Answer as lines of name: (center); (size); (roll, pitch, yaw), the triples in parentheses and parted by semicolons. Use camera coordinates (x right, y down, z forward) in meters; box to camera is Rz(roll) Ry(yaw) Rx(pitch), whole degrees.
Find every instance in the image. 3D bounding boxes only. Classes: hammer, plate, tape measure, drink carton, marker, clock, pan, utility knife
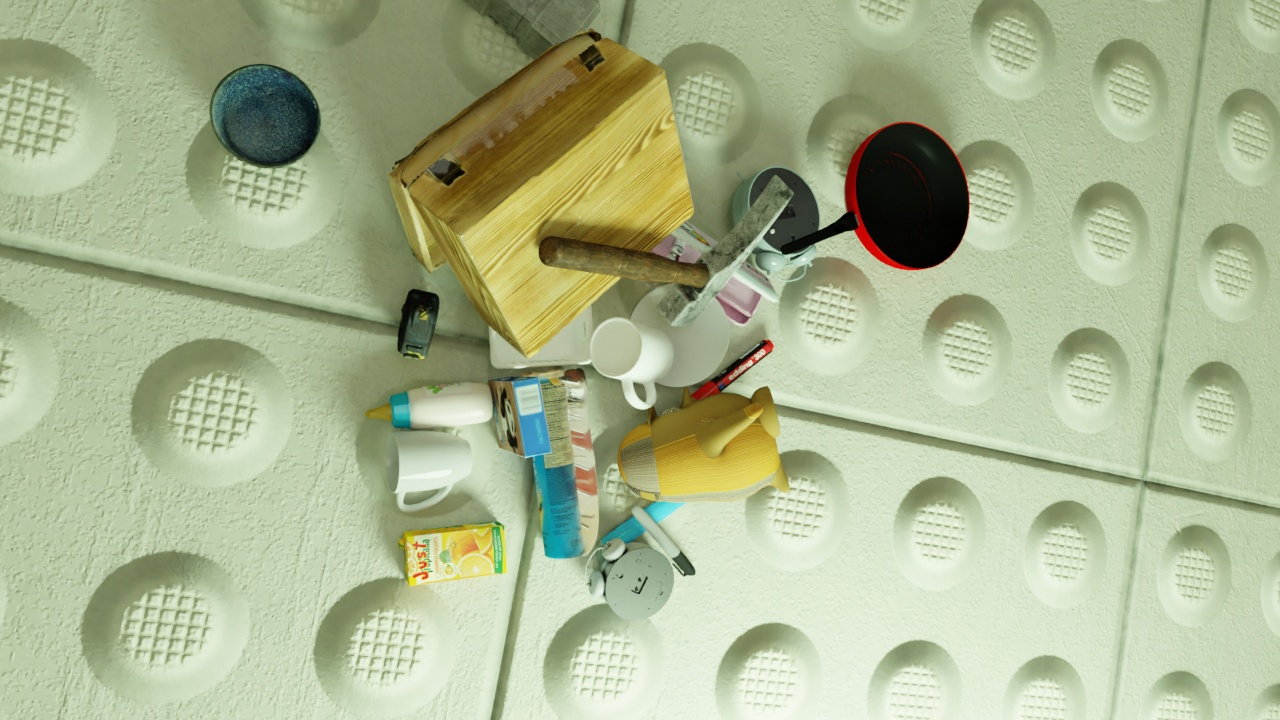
hammer: (0.023, -0.133, 1.017); (0.299, 0.218, 0.037); (2, 44, -50)
hammer: (-0.100, -0.448, 1.010); (0.162, 0.318, 0.082); (38, 77, -15)
plate: (0.049, -0.033, 1.187); (0.135, 0.011, 0.134); (-1, 86, 15)
tape measure: (-0.261, -0.047, 1.078); (0.042, 0.072, 0.072); (9, 114, -15)
drink carton: (-0.226, 0.231, 1.100); (0.122, 0.041, 0.058); (-3, 90, -19)
marker: (0.029, 0.237, 1.193); (0.022, 0.016, 0.138); (-46, 113, -15)
marker: (0.123, 0.017, 1.237); (0.144, 0.021, 0.023); (-37, 141, -16)
clock: (0.185, -0.184, 1.238); (0.122, 0.045, 0.159); (-15, 90, -31)
pan: (0.318, -0.204, 1.271); (0.355, 0.067, 0.209); (-24, 97, -25)
clock: (-0.016, 0.276, 1.169); (0.122, 0.035, 0.094); (28, 86, -23)
utility knife: (0.013, 0.205, 1.198); (0.173, 0.015, 0.031); (-31, 102, -15)

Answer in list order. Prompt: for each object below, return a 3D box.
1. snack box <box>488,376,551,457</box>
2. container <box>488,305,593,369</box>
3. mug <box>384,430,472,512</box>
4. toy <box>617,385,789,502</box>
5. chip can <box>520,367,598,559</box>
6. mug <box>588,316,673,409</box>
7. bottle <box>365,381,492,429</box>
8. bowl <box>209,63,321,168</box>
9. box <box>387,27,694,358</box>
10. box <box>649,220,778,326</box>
snack box: (-0.143, 0.063, 1.074); (0.034, 0.151, 0.087); (-10, 92, -19)
container: (-0.126, -0.032, 1.135); (0.129, 0.050, 0.080); (-3, 90, -20)
mug: (-0.251, 0.133, 1.087); (0.089, 0.071, 0.107); (-1, 117, -28)
toy: (0.070, 0.109, 1.162); (0.203, 0.199, 0.162); (-12, 65, -1)
chip can: (-0.094, 0.124, 1.132); (0.079, 0.080, 0.229); (-7, 92, -20)
mug: (-0.007, 0.007, 1.137); (0.074, 0.090, 0.110); (-17, 76, 24)
bottle: (-0.251, 0.056, 1.090); (0.146, 0.051, 0.051); (-5, 91, -20)
bowl: (-0.419, -0.267, 1.031); (0.114, 0.061, 0.114); (1, 87, -18)
box: (-0.122, -0.206, 1.013); (0.278, 0.257, 0.215); (-41, 61, -14)
box: (0.088, -0.128, 1.190); (0.202, 0.095, 0.088); (32, 76, -16)
